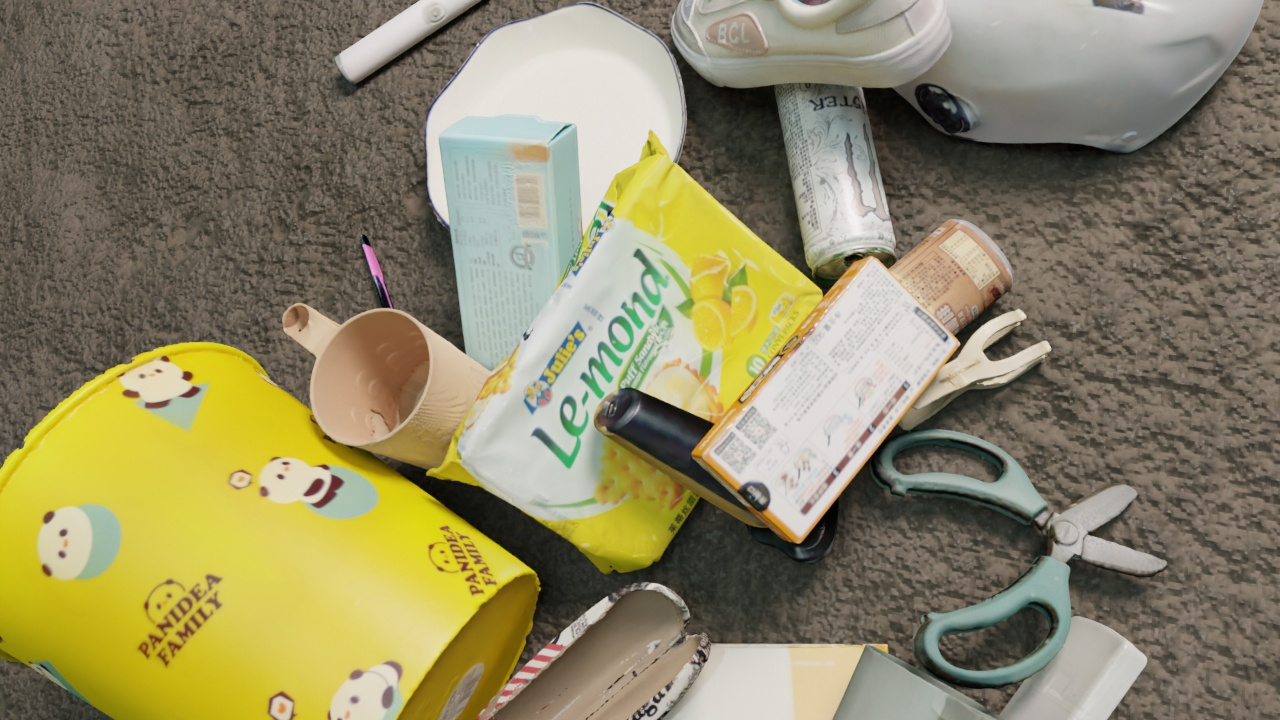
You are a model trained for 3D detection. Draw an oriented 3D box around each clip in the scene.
[{"bbox_3d":[0.201,0.005,0.563,0.099,0.066,0.034,-28,70,-4],"label":"clip"}]

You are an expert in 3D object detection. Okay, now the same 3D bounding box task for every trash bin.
[{"bbox_3d":[-0.216,0.145,0.560,0.255,0.229,0.229,27,84,15],"label":"trash bin"}]

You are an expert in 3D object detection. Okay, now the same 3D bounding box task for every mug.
[{"bbox_3d":[-0.156,0.015,0.587,0.125,0.103,0.084,31,85,26],"label":"mug"},{"bbox_3d":[0.139,0.219,0.477,0.083,0.124,0.103,28,85,0],"label":"mug"}]

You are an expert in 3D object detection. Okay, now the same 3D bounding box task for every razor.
[{"bbox_3d":[0.046,0.066,0.549,0.068,0.167,0.062,-38,30,47],"label":"razor"}]

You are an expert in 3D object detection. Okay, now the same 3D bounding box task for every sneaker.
[{"bbox_3d":[0.083,-0.234,0.587,0.089,0.091,0.242,-49,37,-8],"label":"sneaker"}]

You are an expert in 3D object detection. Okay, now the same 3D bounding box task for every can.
[{"bbox_3d":[0.170,-0.032,0.576,0.116,0.058,0.058,-40,69,3],"label":"can"},{"bbox_3d":[0.129,-0.128,0.613,0.058,0.058,0.146,-11,73,13],"label":"can"}]

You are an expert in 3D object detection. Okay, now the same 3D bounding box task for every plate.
[{"bbox_3d":[-0.062,-0.163,0.684,0.205,0.045,0.204,-4,75,16],"label":"plate"}]

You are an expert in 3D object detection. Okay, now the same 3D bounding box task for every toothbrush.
[{"bbox_3d":[-0.187,-0.018,0.699,0.018,0.014,0.189,-32,69,19],"label":"toothbrush"},{"bbox_3d":[-0.153,-0.297,0.755,0.221,0.027,0.026,-31,36,6],"label":"toothbrush"}]

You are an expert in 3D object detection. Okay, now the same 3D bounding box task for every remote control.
[{"bbox_3d":[0.215,0.209,0.501,0.021,0.058,0.150,37,88,-2],"label":"remote control"}]

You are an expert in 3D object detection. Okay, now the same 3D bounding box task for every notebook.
[{"bbox_3d":[0.081,0.276,0.546,0.146,0.010,0.206,-4,74,14],"label":"notebook"}]

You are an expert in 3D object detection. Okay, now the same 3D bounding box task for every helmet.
[{"bbox_3d":[0.251,-0.261,0.566,0.259,0.146,0.229,27,84,21],"label":"helmet"}]

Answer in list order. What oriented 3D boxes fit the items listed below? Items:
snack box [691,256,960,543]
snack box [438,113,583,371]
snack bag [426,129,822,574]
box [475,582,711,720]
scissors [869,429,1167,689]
[{"bbox_3d":[0.106,0.021,0.519,0.075,0.026,0.153,43,80,-8],"label":"snack box"},{"bbox_3d":[-0.080,-0.071,0.609,0.074,0.051,0.175,9,121,17],"label":"snack box"},{"bbox_3d":[-0.003,0.003,0.576,0.246,0.158,0.068,-57,27,-5],"label":"snack bag"},{"bbox_3d":[-0.025,0.214,0.553,0.163,0.076,0.087,-43,39,7],"label":"box"},{"bbox_3d":[0.202,0.097,0.539,0.170,0.019,0.181,-32,57,-12],"label":"scissors"}]
